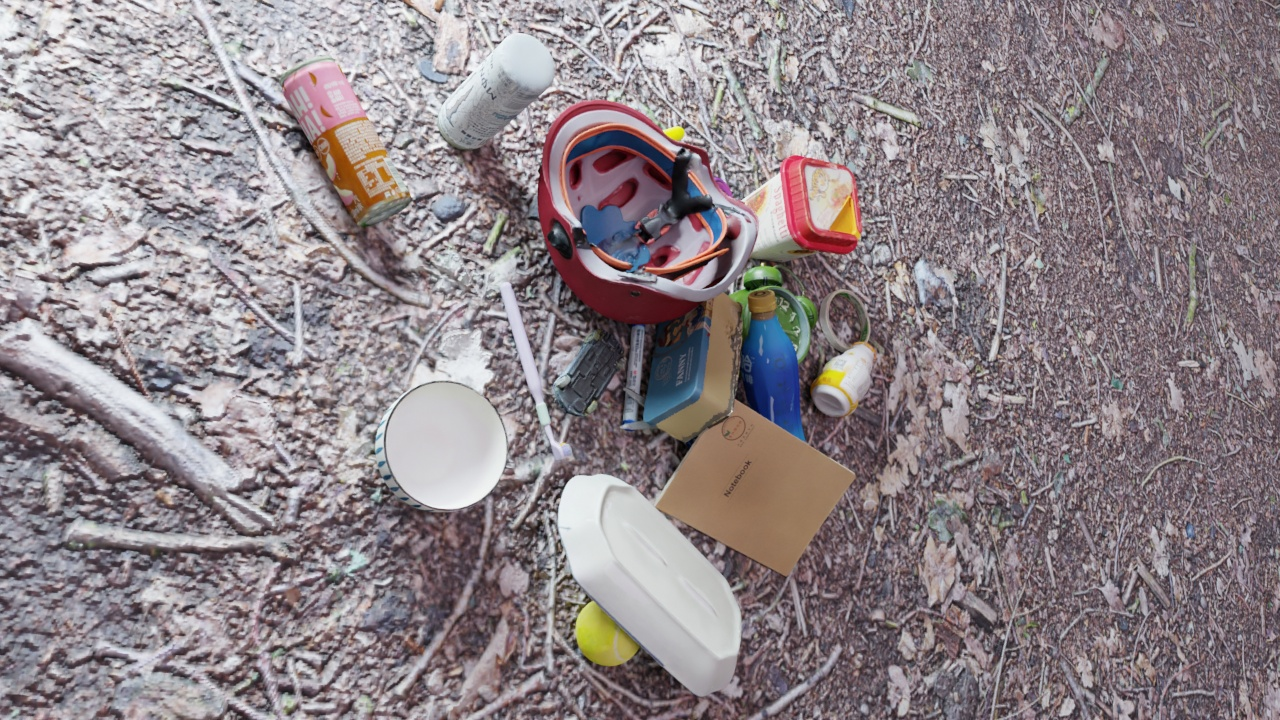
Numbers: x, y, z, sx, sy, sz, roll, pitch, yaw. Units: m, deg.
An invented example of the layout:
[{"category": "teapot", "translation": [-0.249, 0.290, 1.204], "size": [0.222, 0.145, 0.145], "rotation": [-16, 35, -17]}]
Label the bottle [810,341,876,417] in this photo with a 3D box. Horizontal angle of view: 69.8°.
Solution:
[{"category": "bottle", "translation": [0.263, 0.021, 1.170], "size": [0.063, 0.063, 0.108], "rotation": [52, 55, -14]}]

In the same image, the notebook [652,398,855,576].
[{"category": "notebook", "translation": [0.132, 0.145, 1.029], "size": [0.207, 0.008, 0.148], "rotation": [32, 94, -26]}]

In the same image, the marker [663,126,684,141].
[{"category": "marker", "translation": [0.005, -0.255, 1.087], "size": [0.123, 0.015, 0.018], "rotation": [-28, 95, -35]}]

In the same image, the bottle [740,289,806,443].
[{"category": "bottle", "translation": [0.149, 0.027, 1.037], "size": [0.065, 0.065, 0.219], "rotation": [-28, 119, -38]}]

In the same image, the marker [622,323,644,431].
[{"category": "marker", "translation": [-0.006, 0.006, 1.007], "size": [0.017, 0.017, 0.145], "rotation": [17, 68, -32]}]

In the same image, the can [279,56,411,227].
[{"category": "can", "translation": [-0.270, -0.199, 0.843], "size": [0.057, 0.058, 0.147], "rotation": [-33, 98, -37]}]

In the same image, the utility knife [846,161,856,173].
[{"category": "utility knife", "translation": [0.261, -0.220, 1.260], "size": [0.187, 0.018, 0.034], "rotation": [-52, 121, -34]}]

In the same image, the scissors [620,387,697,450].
[{"category": "scissors", "translation": [0.047, 0.066, 1.025], "size": [0.163, 0.012, 0.160], "rotation": [55, 50, -19]}]

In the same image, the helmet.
[{"category": "helmet", "translation": [-0.016, -0.139, 0.964], "size": [0.240, 0.144, 0.206], "rotation": [49, 55, 3]}]

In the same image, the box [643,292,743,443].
[{"category": "box", "translation": [0.058, 0.005, 0.989], "size": [0.061, 0.090, 0.183], "rotation": [34, 43, -24]}]

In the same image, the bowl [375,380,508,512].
[{"category": "bowl", "translation": [-0.185, 0.080, 0.826], "size": [0.116, 0.066, 0.116], "rotation": [10, 72, -33]}]

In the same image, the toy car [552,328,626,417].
[{"category": "toy car", "translation": [-0.055, 0.014, 0.960], "size": [0.049, 0.031, 0.105], "rotation": [44, 55, -18]}]

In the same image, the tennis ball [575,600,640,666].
[{"category": "tennis ball", "translation": [-0.030, 0.263, 0.891], "size": [0.065, 0.066, 0.065], "rotation": [10, 72, -34]}]

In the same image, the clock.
[{"category": "clock", "translation": [0.158, -0.048, 1.116], "size": [0.116, 0.056, 0.160], "rotation": [40, 58, -23]}]

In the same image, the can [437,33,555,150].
[{"category": "can", "translation": [-0.143, -0.258, 0.894], "size": [0.058, 0.147, 0.058], "rotation": [10, 72, -34]}]

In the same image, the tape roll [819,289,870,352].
[{"category": "tape roll", "translation": [0.274, -0.053, 1.229], "size": [0.085, 0.014, 0.085], "rotation": [10, 72, -34]}]

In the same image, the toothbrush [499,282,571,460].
[{"category": "toothbrush", "translation": [-0.108, 0.010, 0.930], "size": [0.021, 0.029, 0.189], "rotation": [-19, 88, 0]}]

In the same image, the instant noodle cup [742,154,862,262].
[{"category": "instant noodle cup", "translation": [0.191, -0.178, 1.131], "size": [0.116, 0.124, 0.116], "rotation": [2, 77, -35]}]

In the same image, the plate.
[{"category": "plate", "translation": [0.021, 0.215, 0.916], "size": [0.265, 0.034, 0.161], "rotation": [48, 27, -17]}]

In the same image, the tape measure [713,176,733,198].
[{"category": "tape measure", "translation": [0.081, -0.192, 1.110], "size": [0.057, 0.039, 0.057], "rotation": [24, 70, -29]}]
